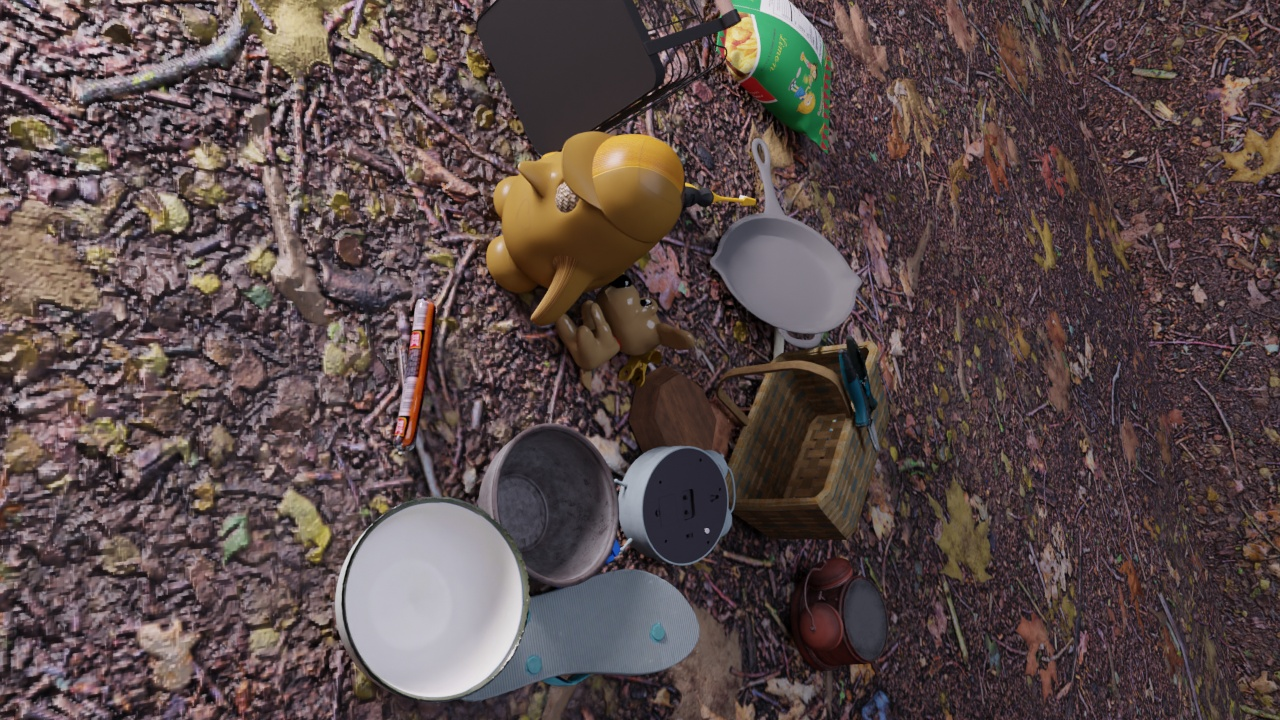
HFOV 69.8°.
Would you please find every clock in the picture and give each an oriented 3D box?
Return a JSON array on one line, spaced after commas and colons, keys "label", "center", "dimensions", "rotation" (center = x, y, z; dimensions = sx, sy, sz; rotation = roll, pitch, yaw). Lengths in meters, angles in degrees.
[{"label": "clock", "center": [0.044, 0.150, 0.972], "dimensions": [0.159, 0.045, 0.122], "rotation": [-7, 93, -40]}, {"label": "clock", "center": [0.238, 0.310, 1.119], "dimensions": [0.157, 0.072, 0.120], "rotation": [42, 49, -29]}]

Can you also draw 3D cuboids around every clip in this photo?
[{"label": "clip", "center": [-0.008, 0.003, 0.998], "dimensions": [0.039, 0.053, 0.047], "rotation": [24, 90, -40]}]

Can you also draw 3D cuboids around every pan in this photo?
[{"label": "pan", "center": [0.182, -0.163, 1.233], "dimensions": [0.216, 0.024, 0.353], "rotation": [5, 57, -17]}]

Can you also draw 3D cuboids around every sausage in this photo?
[{"label": "sausage", "center": [-0.198, 0.011, 0.809], "dimensions": [0.020, 0.020, 0.155], "rotation": [23, 60, -40]}]

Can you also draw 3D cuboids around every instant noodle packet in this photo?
[{"label": "instant noodle packet", "center": [0.201, -0.444, 1.337], "dimensions": [0.252, 0.091, 0.195], "rotation": [30, 56, -36]}]

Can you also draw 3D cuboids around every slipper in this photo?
[{"label": "slipper", "center": [-0.067, 0.250, 0.847], "dimensions": [0.268, 0.055, 0.098], "rotation": [3, 71, -34]}]

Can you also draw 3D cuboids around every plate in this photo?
[{"label": "plate", "center": [0.043, 0.068, 1.035], "dimensions": [0.131, 0.025, 0.131], "rotation": [18, 63, -41]}]

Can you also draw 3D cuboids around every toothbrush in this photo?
[{"label": "toothbrush", "center": [0.081, -0.207, 1.165], "dimensions": [0.196, 0.031, 0.031], "rotation": [-4, 37, -43]}]

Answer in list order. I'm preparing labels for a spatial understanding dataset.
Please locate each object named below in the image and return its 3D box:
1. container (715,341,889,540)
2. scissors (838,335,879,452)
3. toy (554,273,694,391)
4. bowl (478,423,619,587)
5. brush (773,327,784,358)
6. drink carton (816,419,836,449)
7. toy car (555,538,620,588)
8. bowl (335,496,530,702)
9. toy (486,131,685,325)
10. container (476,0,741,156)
[{"label": "container", "center": [0.185, 0.072, 1.078], "dimensions": [0.186, 0.158, 0.249], "rotation": [54, 47, -30]}, {"label": "scissors", "center": [0.250, 0.036, 1.025], "dimensions": [0.129, 0.019, 0.137], "rotation": [18, 74, -52]}, {"label": "toy", "center": [-0.026, -0.033, 0.957], "dimensions": [0.108, 0.134, 0.106], "rotation": [-28, 121, -21]}, {"label": "bowl", "center": [-0.094, 0.134, 0.836], "dimensions": [0.144, 0.067, 0.144], "rotation": [18, 63, -41]}, {"label": "brush", "center": [0.186, -0.028, 1.232], "dimensions": [0.033, 0.012, 0.217], "rotation": [30, 55, -36]}, {"label": "drink carton", "center": [0.252, 0.081, 1.240], "dimensions": [0.044, 0.039, 0.129], "rotation": [-31, 99, -47]}, {"label": "toy car", "center": [-0.055, 0.185, 0.902], "dimensions": [0.092, 0.062, 0.033], "rotation": [-28, 97, -17]}, {"label": "bowl", "center": [-0.171, 0.189, 0.724], "dimensions": [0.153, 0.073, 0.153], "rotation": [15, 64, -33]}, {"label": "toy", "center": [-0.050, -0.147, 0.882], "dimensions": [0.162, 0.204, 0.198], "rotation": [23, 61, -39]}, {"label": "container", "center": [-0.038, -0.333, 0.946], "dimensions": [0.130, 0.242, 0.163], "rotation": [-33, 101, -39]}]
